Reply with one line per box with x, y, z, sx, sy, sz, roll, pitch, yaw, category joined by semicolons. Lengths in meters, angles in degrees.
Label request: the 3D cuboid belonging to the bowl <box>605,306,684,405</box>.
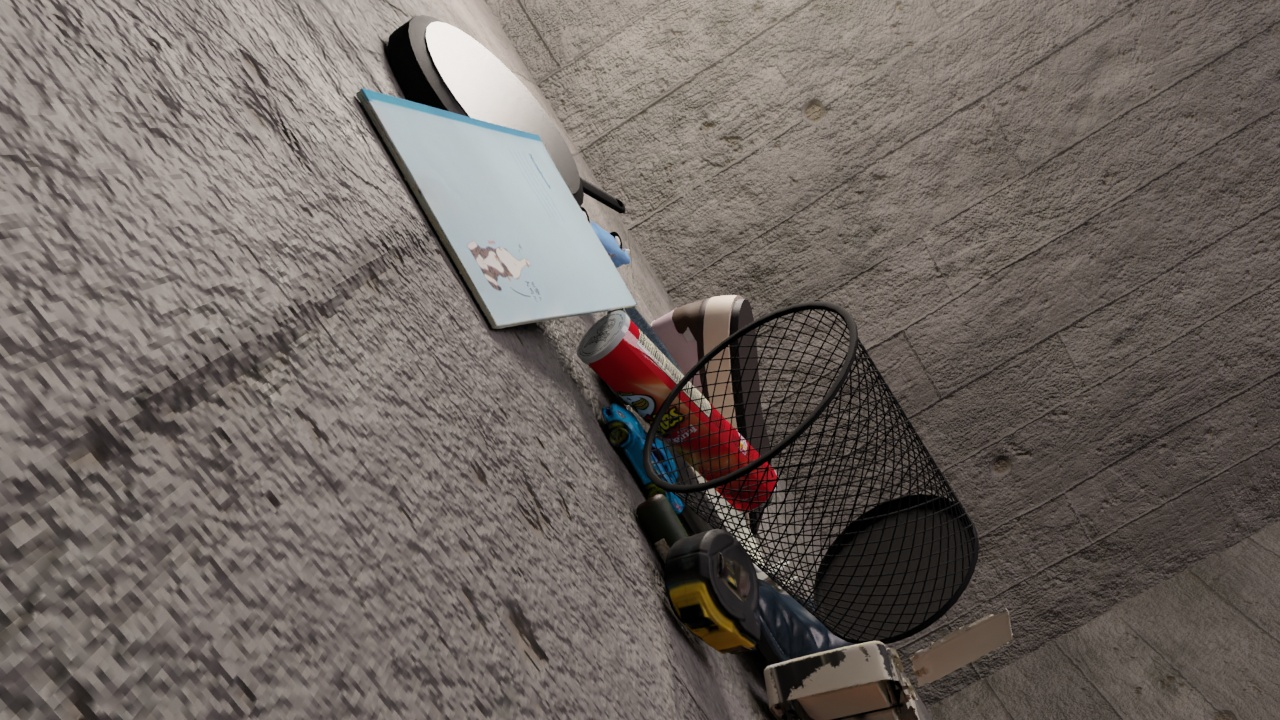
-0.005;0.005;0.867;0.137;0.057;0.137;54;7;-10;bowl

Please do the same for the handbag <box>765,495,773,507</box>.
0.111;0.129;1.158;0.121;0.067;0.106;62;6;28;handbag

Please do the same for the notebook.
-0.093;-0.111;0.696;0.181;0.009;0.253;59;21;5;notebook

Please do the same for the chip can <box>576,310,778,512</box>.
0.036;0.048;0.778;0.214;0.052;0.051;46;12;-26;chip can

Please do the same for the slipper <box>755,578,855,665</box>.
0.154;0.241;0.809;0.265;0.083;0.109;47;4;-39;slipper

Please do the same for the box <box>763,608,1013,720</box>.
0.195;0.244;0.695;0.143;0.184;0.044;59;18;-48;box

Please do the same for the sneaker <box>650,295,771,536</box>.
0.071;0.072;1.017;0.111;0.116;0.294;-57;141;-56;sneaker

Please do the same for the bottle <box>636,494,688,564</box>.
0.032;0.145;0.651;0.106;0.025;0.025;59;7;9;bottle

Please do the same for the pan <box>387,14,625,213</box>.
-0.101;-0.209;0.896;0.355;0.034;0.225;17;41;-58;pan

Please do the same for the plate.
0.059;0.130;0.889;0.182;0.034;0.182;57;6;-11;plate

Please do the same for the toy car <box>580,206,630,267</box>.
-0.062;-0.121;0.998;0.153;0.056;0.054;25;52;-64;toy car

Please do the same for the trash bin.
0.139;0.095;0.696;0.210;0.184;0.184;48;10;-21;trash bin

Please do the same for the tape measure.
0.049;0.149;0.608;0.072;0.042;0.071;36;46;-34;tape measure

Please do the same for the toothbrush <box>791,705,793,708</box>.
0.171;0.352;0.792;0.155;0.016;0.022;57;30;-10;toothbrush

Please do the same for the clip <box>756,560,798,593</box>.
0.124;0.217;0.921;0.052;0.059;0.102;40;6;2;clip

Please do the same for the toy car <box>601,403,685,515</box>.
0.006;0.078;0.741;0.105;0.032;0.048;57;7;-5;toy car
